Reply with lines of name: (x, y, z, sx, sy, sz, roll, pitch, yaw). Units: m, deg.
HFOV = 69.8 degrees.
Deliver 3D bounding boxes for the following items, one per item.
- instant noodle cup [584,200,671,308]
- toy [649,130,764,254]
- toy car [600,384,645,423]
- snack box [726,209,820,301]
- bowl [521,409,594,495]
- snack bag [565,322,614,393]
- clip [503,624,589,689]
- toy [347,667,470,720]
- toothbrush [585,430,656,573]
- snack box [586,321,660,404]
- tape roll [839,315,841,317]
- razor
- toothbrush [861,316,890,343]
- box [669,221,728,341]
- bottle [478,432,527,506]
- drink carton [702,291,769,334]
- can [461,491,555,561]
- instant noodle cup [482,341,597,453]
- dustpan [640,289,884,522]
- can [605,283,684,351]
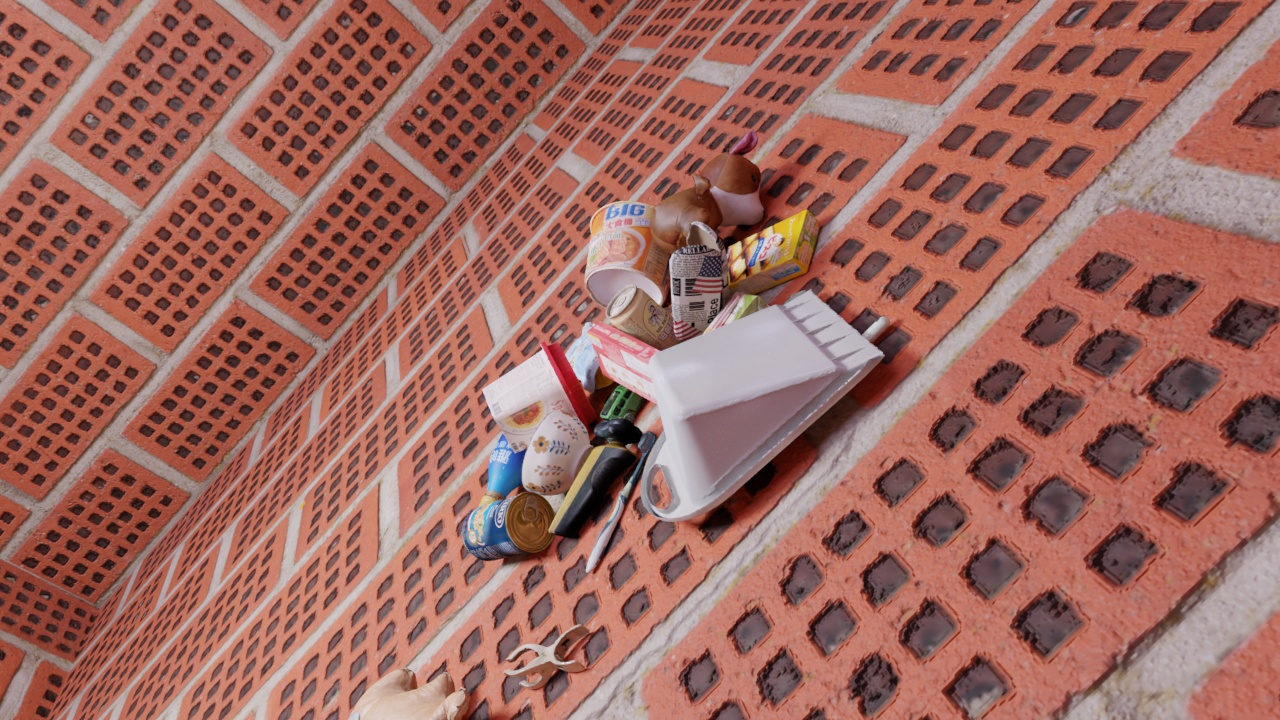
instant noodle cup: (-0.012, -0.144, 1.351, 0.152, 0.151, 0.111, -22, 45, 45)
toy: (0.108, -0.219, 1.283, 0.199, 0.130, 0.140, -51, -16, -29)
toy car: (-0.017, 0.051, 1.207, 0.091, 0.036, 0.043, -54, 24, -18)
snack box: (0.160, -0.129, 1.170, 0.141, 0.033, 0.086, -19, 39, 45)
bowl: (-0.098, 0.126, 1.179, 0.062, 0.113, 0.113, 21, 66, 19)
snack bag: (-0.073, -0.008, 1.377, 0.110, 0.039, 0.191, -59, 24, -6)
clip: (-0.098, 0.316, 0.973, 0.100, 0.034, 0.071, -30, 30, 28)
toy: (-0.258, 0.420, 1.035, 0.227, 0.082, 0.143, -17, 49, 46)
toothbrush: (-0.024, 0.163, 1.080, 0.016, 0.018, 0.191, -13, 43, 52)
snack box: (-0.007, 0.007, 1.155, 0.025, 0.075, 0.153, -36, 37, -22)
tape roll: (0.188, -0.013, 0.982, 0.086, 0.014, 0.085, -38, 27, 23)
razor: (-0.059, 0.145, 1.126, 0.068, 0.062, 0.167, 29, 84, 33)
toothbrush: (0.181, 0.022, 0.937, 0.190, 0.020, 0.029, -44, -11, 13)
box: (0.067, -0.085, 1.120, 0.076, 0.163, 0.087, 36, 60, 28)
bottle: (-0.174, 0.124, 1.327, 0.065, 0.065, 0.218, -18, 40, 49)
drink carton: (0.102, -0.025, 1.102, 0.122, 0.045, 0.053, -52, 24, -5)
can: (-0.171, 0.216, 1.181, 0.111, 0.075, 0.075, -23, 36, 46)
instant noodle cup: (-0.141, 0.055, 1.262, 0.124, 0.116, 0.116, -27, 40, -5)
dustpan: (0.107, 0.057, 0.976, 0.257, 0.143, 0.222, -18, 23, -2)
can: (0.014, -0.042, 1.186, 0.059, 0.116, 0.058, -38, 28, 24)
